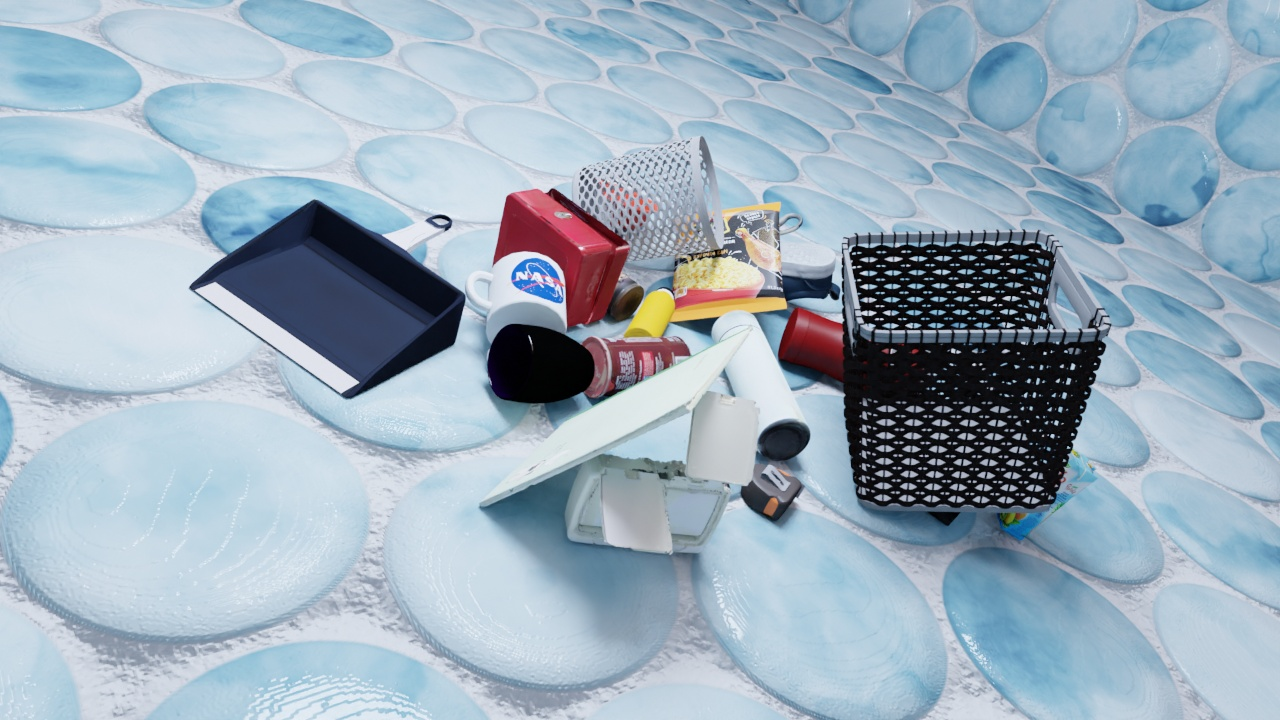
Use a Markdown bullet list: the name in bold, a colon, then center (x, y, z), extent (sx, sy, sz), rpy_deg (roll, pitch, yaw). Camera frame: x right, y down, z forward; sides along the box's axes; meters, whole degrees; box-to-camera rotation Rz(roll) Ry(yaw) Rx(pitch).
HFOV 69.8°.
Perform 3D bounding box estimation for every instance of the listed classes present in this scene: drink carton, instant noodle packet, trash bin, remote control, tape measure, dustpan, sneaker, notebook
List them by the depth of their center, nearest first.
- **notebook**: center (-0.021, 0.052, 0.869), extent (0.010, 0.253, 0.181), rpy_deg (57, 33, -8)
- **tape measure**: center (0.143, 0.138, 1.004), extent (0.059, 0.038, 0.058), rpy_deg (33, 34, 16)
- **dustpan**: center (-0.313, -0.099, 1.040), extent (0.236, 0.080, 0.272), rpy_deg (32, 33, 15)
- **drink carton**: center (0.482, 0.159, 1.091), extent (0.038, 0.129, 0.044), rpy_deg (31, 31, -11)
- **remote control**: center (0.394, 0.157, 1.141), extent (0.047, 0.022, 0.149), rpy_deg (37, 35, 23)
- **trash bin**: center (0.011, -0.218, 1.287), extent (0.183, 0.156, 0.156), rpy_deg (-9, 29, 14)
- **instant noodle packet**: center (0.123, -0.144, 1.313), extent (0.160, 0.032, 0.220), rpy_deg (-6, 49, 13)
- **sneaker**: center (0.182, -0.127, 1.384), extent (0.236, 0.087, 0.089), rpy_deg (5, 38, 14)

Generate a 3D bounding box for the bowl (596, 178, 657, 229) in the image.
- **bowl**: center (-0.038, -0.240, 1.437), extent (0.130, 0.045, 0.130), rpy_deg (20, 21, -8)

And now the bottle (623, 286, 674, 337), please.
- **bottle**: center (0.016, -0.056, 1.210), extent (0.043, 0.043, 0.143), rpy_deg (24, 32, 3)

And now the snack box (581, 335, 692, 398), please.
- **snack box**: center (-0.006, 0.006, 1.079), extent (0.121, 0.072, 0.072), rpy_deg (-2, 39, -35)

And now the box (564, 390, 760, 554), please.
- **box**: center (0.024, 0.124, 0.813), extent (0.143, 0.188, 0.105), rpy_deg (7, 36, -17)

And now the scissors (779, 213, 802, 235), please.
- **scissors**: center (0.174, -0.189, 1.381), extent (0.157, 0.013, 0.171), rpy_deg (-20, 41, -8)

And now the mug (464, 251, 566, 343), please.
- **mug**: center (-0.147, -0.069, 1.069), extent (0.121, 0.091, 0.090), rpy_deg (18, 40, -22)

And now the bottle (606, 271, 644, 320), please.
- **bottle**: center (-0.051, -0.104, 1.229), extent (0.105, 0.056, 0.056), rpy_deg (39, 36, 25)

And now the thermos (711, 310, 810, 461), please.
- **thermos**: center (0.146, 0.026, 1.147), extent (0.068, 0.068, 0.229), rpy_deg (10, 33, -19)

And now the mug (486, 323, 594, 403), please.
- **mug**: center (-0.116, 0.004, 1.022), extent (0.100, 0.085, 0.119), rpy_deg (8, 3, -43)

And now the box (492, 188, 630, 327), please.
- **box**: center (-0.107, -0.132, 1.174), extent (0.158, 0.129, 0.087), rpy_deg (37, 39, 25)

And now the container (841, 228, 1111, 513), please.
- **container**: center (0.361, 0.011, 1.067), extent (0.246, 0.244, 0.246), rpy_deg (0, 32, 7)

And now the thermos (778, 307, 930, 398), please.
- **thermos**: center (0.297, -0.006, 1.281), extent (0.198, 0.084, 0.108), rpy_deg (18, -1, -2)
